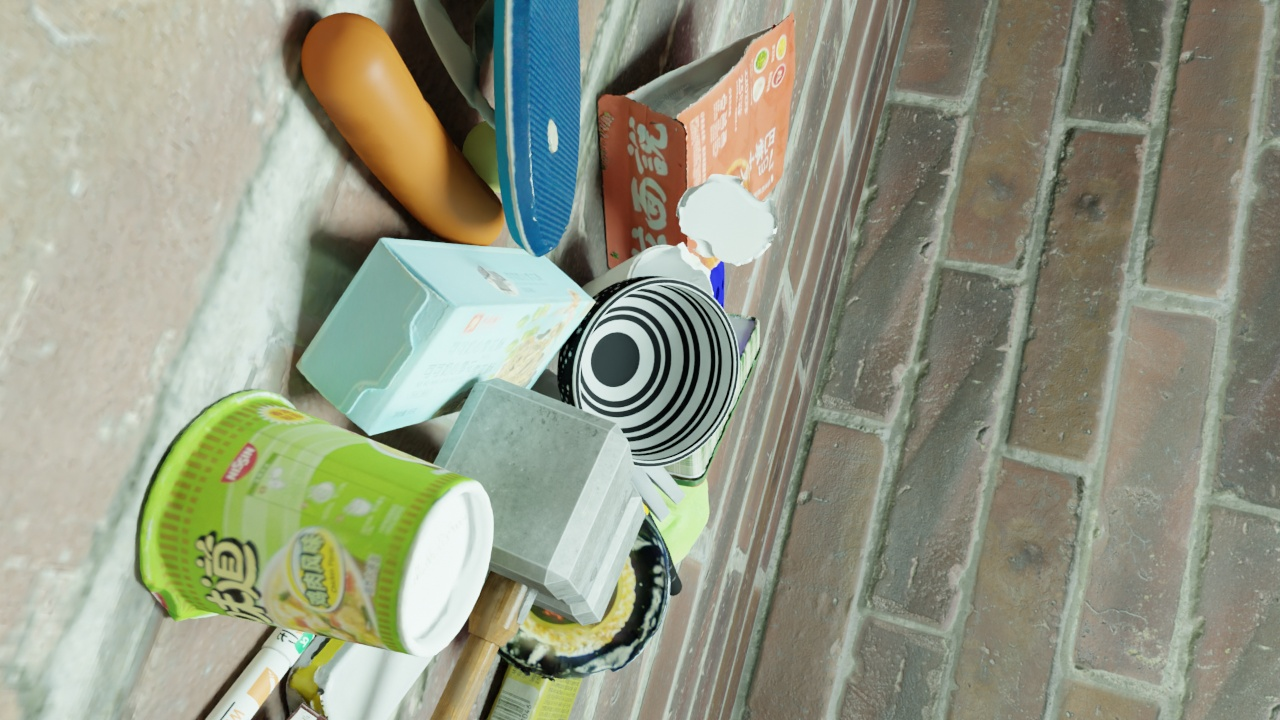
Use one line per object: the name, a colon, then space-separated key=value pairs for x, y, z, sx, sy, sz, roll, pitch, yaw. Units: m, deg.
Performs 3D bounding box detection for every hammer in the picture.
hammer: x=-0.098 y=0.184 z=0.462 sx=0.163 sy=0.083 sz=0.317 roll=81 pitch=31 yaw=-67
hammer: x=-0.003 y=0.128 z=0.752 sx=0.029 sy=0.127 sz=0.324 roll=-45 pitch=149 yaw=-17

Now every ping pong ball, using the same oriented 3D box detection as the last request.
ping pong ball: x=-0.078 y=-0.113 z=0.505 sx=0.040 sy=0.040 sz=0.040 roll=13 pitch=89 yaw=-73

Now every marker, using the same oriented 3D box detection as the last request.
marker: x=-0.180 y=0.155 z=0.408 sx=0.145 sy=0.017 sz=0.017 roll=-59 pitch=156 yaw=-46

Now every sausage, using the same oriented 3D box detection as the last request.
sausage: x=-0.104 y=-0.096 z=0.431 sx=0.164 sy=0.039 sz=0.044 roll=59 pitch=27 yaw=-67

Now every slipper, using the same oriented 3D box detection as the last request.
slipper: x=-0.069 y=-0.197 z=0.452 sx=0.118 sy=0.060 sz=0.295 roll=-19 pitch=107 yaw=-77

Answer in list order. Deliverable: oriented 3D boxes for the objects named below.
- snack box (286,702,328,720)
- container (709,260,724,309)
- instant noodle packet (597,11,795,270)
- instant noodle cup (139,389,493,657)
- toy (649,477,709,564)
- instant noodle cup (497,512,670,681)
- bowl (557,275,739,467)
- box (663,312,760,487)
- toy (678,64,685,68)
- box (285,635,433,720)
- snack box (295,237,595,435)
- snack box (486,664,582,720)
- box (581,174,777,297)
snack box: x=-0.183 y=0.218 z=0.391 sx=0.051 sy=0.032 sz=0.140 roll=-62 pitch=172 yaw=29
container: x=0.022 y=-0.041 z=0.812 sx=0.113 sy=0.084 sz=0.085 roll=-57 pitch=153 yaw=-52
instant noodle packet: x=0.070 y=-0.176 z=0.760 sx=0.220 sy=0.084 sz=0.165 roll=-41 pitch=143 yaw=-34
instant noodle cup: x=-0.123 y=0.071 z=0.375 sx=0.099 sy=0.108 sz=0.099 roll=12 pitch=89 yaw=-74
toy: x=0.021 y=0.136 z=0.922 sx=0.197 sy=0.107 sz=0.149 roll=74 pitch=30 yaw=-42
instant noodle cup: x=-0.044 y=0.162 z=0.676 sx=0.112 sy=0.137 sz=0.137 roll=70 pitch=36 yaw=-75
bowl: x=-0.003 y=0.003 z=0.596 sx=0.120 sy=0.066 sz=0.120 roll=-6 pitch=102 yaw=-29
box: x=0.033 y=0.026 z=0.845 sx=0.204 sy=0.118 sz=0.051 roll=-62 pitch=155 yaw=-46
toy: x=0.052 y=-0.216 z=0.839 sx=0.127 sy=0.065 sz=0.094 roll=34 pitch=41 yaw=-61
box: x=-0.126 y=0.135 z=0.539 sx=0.209 sy=0.037 sz=0.064 roll=-52 pitch=148 yaw=-54
snack box: x=-0.090 y=-0.016 z=0.473 sx=0.075 sy=0.053 sz=0.174 roll=-52 pitch=170 yaw=14
snack box: x=-0.083 y=0.267 z=0.769 sx=0.121 sy=0.045 sz=0.180 roll=66 pitch=42 yaw=-66
box: x=0.021 y=-0.061 z=0.676 sx=0.125 sy=0.084 sz=0.156 roll=-53 pitch=-164 yaw=-27
